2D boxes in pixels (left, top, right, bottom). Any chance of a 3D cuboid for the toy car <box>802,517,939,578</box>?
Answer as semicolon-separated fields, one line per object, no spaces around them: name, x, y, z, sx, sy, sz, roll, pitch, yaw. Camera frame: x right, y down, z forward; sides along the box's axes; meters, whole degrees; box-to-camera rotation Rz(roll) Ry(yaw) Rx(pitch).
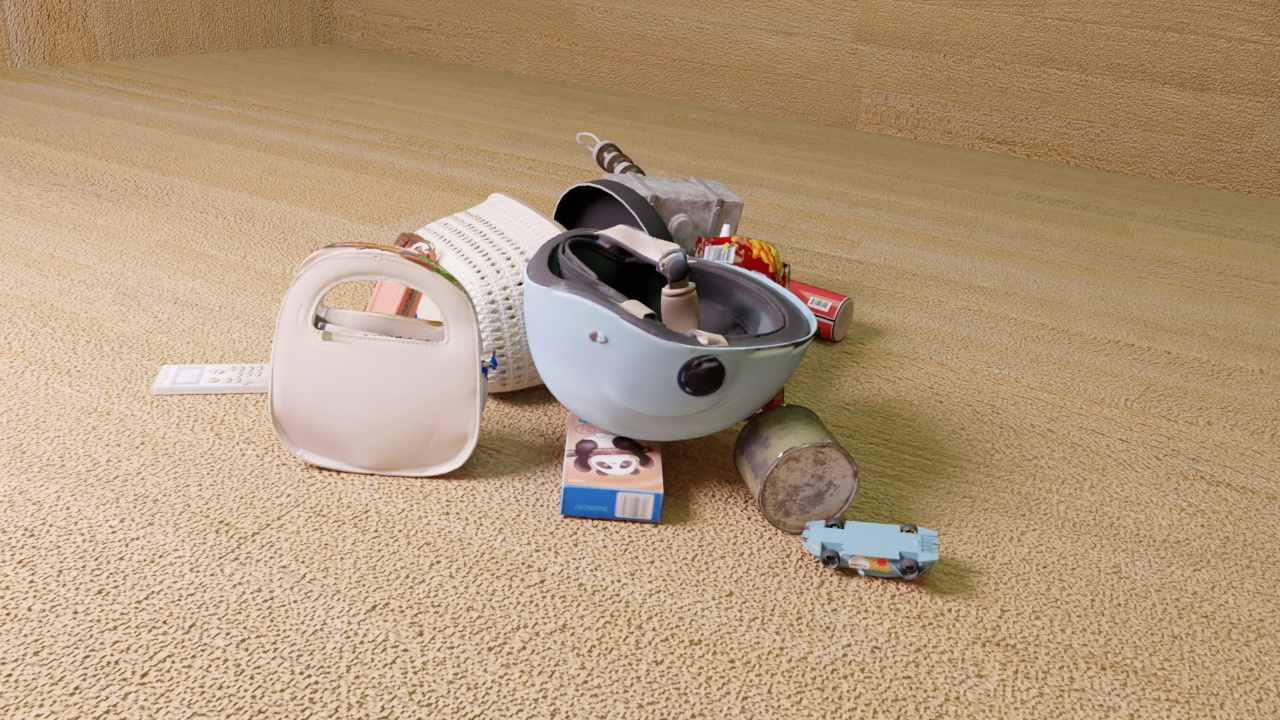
toy car;0.188;0.158;0.753;0.108;0.027;0.060;2;23;16

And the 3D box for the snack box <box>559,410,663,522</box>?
snack box;-0.026;0.091;0.839;0.087;0.034;0.151;5;24;-4

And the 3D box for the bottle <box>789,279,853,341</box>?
bottle;0.194;-0.080;1.235;0.177;0.062;0.062;21;28;30

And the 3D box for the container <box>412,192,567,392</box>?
container;-0.153;-0.071;1.002;0.142;0.185;0.246;-19;32;-26

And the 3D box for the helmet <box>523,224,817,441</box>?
helmet;0.022;-0.018;0.845;0.265;0.167;0.225;6;29;-7

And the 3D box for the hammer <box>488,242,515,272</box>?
hammer;-0.135;-0.103;1.143;0.048;0.122;0.319;-12;28;-35

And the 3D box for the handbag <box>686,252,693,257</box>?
handbag;0.025;-0.157;1.302;0.121;0.119;0.192;-26;47;-36

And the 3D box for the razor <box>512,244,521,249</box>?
razor;-0.185;-0.160;1.332;0.116;0.047;0.088;-27;33;-35

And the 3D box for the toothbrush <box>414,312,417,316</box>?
toothbrush;-0.254;-0.064;1.144;0.182;0.018;0.016;-7;52;-27

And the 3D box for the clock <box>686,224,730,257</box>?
clock;0.106;-0.077;1.106;0.125;0.073;0.160;-2;68;-34

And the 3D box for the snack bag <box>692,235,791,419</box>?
snack bag;0.104;-0.036;1.012;0.139;0.067;0.207;14;63;-9

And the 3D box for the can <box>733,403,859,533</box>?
can;0.135;0.094;0.804;0.089;0.090;0.074;0;25;-14

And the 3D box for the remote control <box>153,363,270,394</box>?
remote control;-0.416;0.018;0.933;0.135;0.011;0.050;-1;25;-15

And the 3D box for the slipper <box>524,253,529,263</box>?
slipper;-0.034;-0.112;1.209;0.269;0.098;0.054;16;27;24

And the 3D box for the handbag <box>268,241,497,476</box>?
handbag;-0.228;-0.007;0.811;0.200;0.200;0.093;7;20;-5

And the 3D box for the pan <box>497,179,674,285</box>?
pan;-0.074;-0.116;1.138;0.044;0.204;0.356;-28;18;-33

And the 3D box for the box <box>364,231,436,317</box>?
box;-0.253;-0.041;0.905;0.056;0.186;0.059;25;-14;-32

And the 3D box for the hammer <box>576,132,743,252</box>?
hammer;-0.007;-0.243;1.249;0.176;0.080;0.326;-1;31;-25
